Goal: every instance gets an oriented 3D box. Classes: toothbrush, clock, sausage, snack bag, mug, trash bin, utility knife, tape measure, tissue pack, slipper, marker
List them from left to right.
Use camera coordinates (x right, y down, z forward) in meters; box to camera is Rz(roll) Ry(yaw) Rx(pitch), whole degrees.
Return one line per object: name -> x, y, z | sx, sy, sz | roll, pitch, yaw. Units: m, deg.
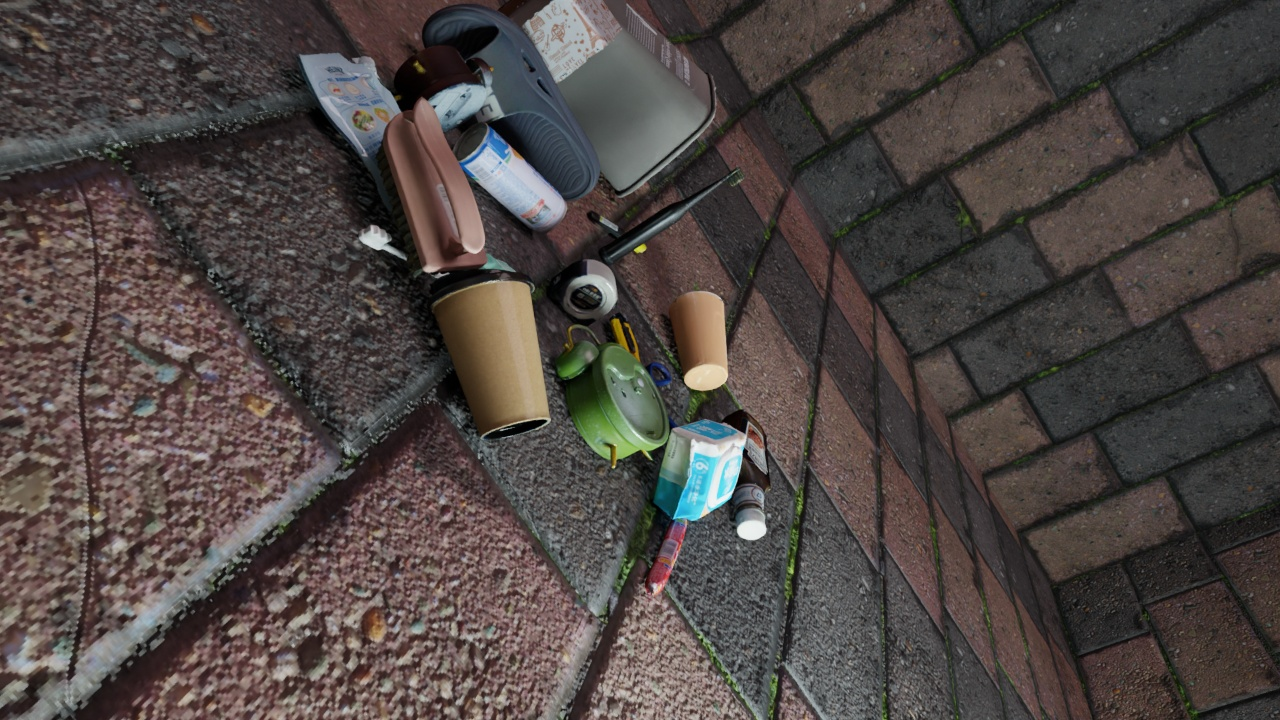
snack bag -> -0.231, -0.196, 0.836 | 0.191, 0.039, 0.110 | 57, 33, -8
toothbrush -> -0.181, -0.081, 0.830 | 0.180, 0.016, 0.016 | 30, 41, -52
clock -> -0.198, -0.277, 0.942 | 0.121, 0.082, 0.055 | -22, 77, -54
slipper -> -0.141, -0.279, 1.041 | 0.268, 0.111, 0.083 | 50, 27, -31
tape measure -> -0.059, -0.078, 1.020 | 0.066, 0.066, 0.033 | 45, 26, -33
clock -> -0.032, 0.032, 0.957 | 0.116, 0.056, 0.161 | 4, 59, -64
marker -> -0.033, -0.177, 1.268 | 0.124, 0.015, 0.018 | 26, 39, -49
trash bin -> -0.033, -0.395, 1.314 | 0.219, 0.199, 0.198 | 41, 29, -27
utility knife -> -0.006, 0.006, 1.071 | 0.033, 0.015, 0.154 | 18, 45, -50
sausage -> 0.028, 0.194, 0.934 | 0.020, 0.020, 0.155 | 56, 23, -9
toothbrush -> 0.039, -0.183, 1.162 | 0.027, 0.213, 0.026 | 62, 22, 3
mug -> 0.083, -0.024, 1.253 | 0.078, 0.078, 0.122 | 37, 36, -43
tissue pack -> 0.068, 0.119, 1.009 | 0.139, 0.063, 0.090 | -5, 111, -67

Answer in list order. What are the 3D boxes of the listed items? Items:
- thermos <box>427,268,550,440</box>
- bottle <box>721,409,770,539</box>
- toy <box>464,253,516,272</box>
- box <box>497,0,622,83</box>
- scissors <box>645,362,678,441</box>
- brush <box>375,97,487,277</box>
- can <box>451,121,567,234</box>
thermos -> -0.124, -0.009, 0.780 | 0.093, 0.093, 0.143 | 7, 65, -63
bottle -> 0.139, 0.150, 1.196 | 0.080, 0.044, 0.194 | 47, 26, -27
toy -> -0.151, -0.087, 0.868 | 0.091, 0.030, 0.096 | 22, 13, -46
box -> -0.120, -0.415, 1.155 | 0.106, 0.178, 0.271 | 45, 27, -31
scissors -> 0.009, 0.039, 1.095 | 0.176, 0.012, 0.162 | 54, 24, -13
brush -> -0.176, -0.145, 0.776 | 0.063, 0.073, 0.145 | -12, 79, -45
can -> -0.141, -0.197, 1.007 | 0.134, 0.053, 0.053 | 40, 29, -40
